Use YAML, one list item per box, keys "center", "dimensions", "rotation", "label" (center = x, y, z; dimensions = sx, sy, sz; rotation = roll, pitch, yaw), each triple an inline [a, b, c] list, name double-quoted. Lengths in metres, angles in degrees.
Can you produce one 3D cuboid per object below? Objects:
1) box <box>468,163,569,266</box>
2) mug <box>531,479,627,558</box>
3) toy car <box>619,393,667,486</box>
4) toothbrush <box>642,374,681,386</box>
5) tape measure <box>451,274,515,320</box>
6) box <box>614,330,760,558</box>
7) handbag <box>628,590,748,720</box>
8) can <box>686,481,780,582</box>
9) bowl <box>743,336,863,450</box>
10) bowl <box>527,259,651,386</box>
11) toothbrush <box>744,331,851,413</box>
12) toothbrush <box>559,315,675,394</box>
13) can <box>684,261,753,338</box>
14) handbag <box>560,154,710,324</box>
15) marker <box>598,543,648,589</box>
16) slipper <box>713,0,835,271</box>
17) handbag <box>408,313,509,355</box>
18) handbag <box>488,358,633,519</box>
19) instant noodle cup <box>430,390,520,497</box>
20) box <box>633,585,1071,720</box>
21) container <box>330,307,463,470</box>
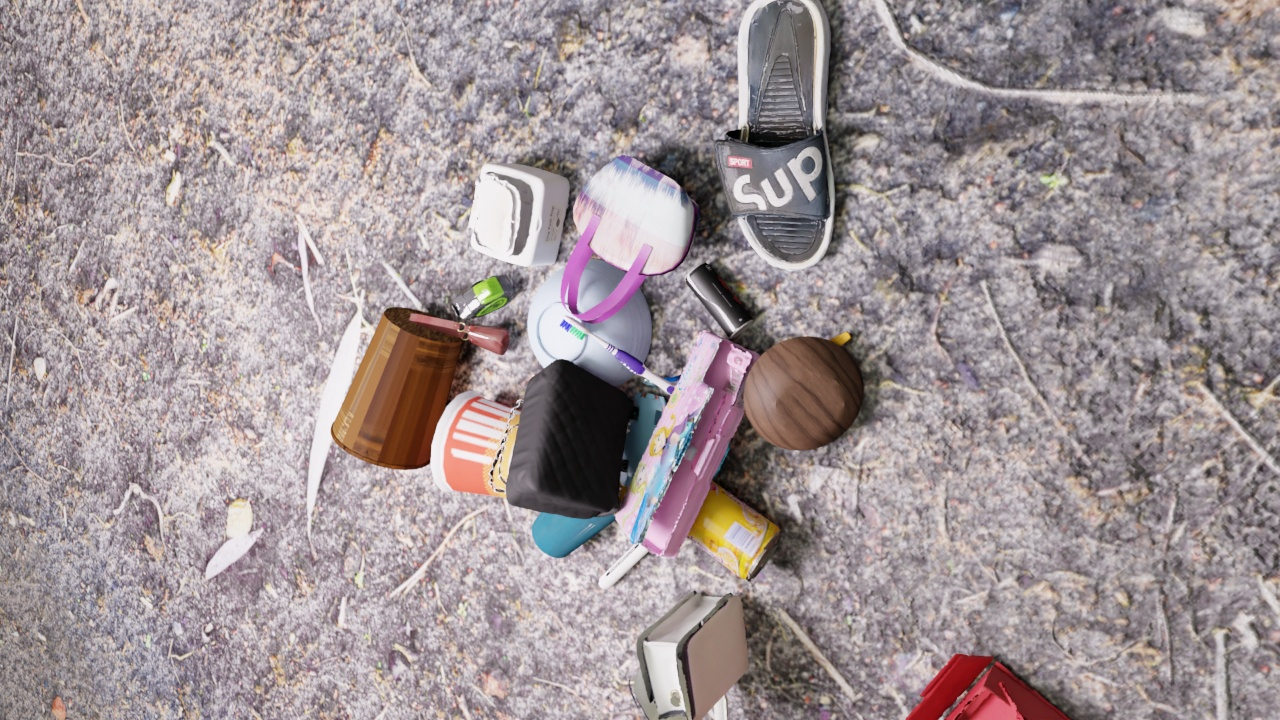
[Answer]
- center: [-0.152, -0.166, 1.033]
  dimensions: [0.102, 0.101, 0.108]
  rotation: [20, 107, 24]
  label: "box"
- center: [-0.072, 0.175, 1.069]
  dimensions: [0.078, 0.078, 0.122]
  rotation: [52, 124, 12]
  label: "mug"
- center: [0.010, 0.092, 1.029]
  dimensions: [0.060, 0.027, 0.107]
  rotation: [8, 88, 35]
  label: "toy car"
- center: [0.062, 0.017, 0.991]
  dimensions: [0.135, 0.017, 0.021]
  rotation: [-7, 87, 31]
  label: "toothbrush"
- center: [-0.183, -0.078, 1.090]
  dimensions: [0.066, 0.058, 0.036]
  rotation: [-32, 81, 19]
  label: "tape measure"
- center: [0.040, 0.082, 0.940]
  dimensions: [0.085, 0.063, 0.230]
  rotation: [30, 97, 45]
  label: "box"
- center: [0.057, 0.350, 0.980]
  dimensions: [0.074, 0.151, 0.176]
  rotation: [-6, 97, 31]
  label: "handbag"
- center: [0.091, 0.179, 0.976]
  dimensions: [0.105, 0.067, 0.068]
  rotation: [34, 114, 20]
  label: "can"
- center: [0.162, 0.038, 0.894]
  dimensions: [0.119, 0.032, 0.119]
  rotation: [0, 107, -2]
  label: "bowl"
- center: [-0.070, -0.035, 1.024]
  dimensions: [0.151, 0.074, 0.150]
  rotation: [6, 103, 29]
  label: "bowl"
- center: [0.132, 0.023, 0.945]
  dimensions: [0.197, 0.030, 0.031]
  rotation: [-33, 78, 28]
  label: "toothbrush"
- center: [-0.006, 0.006, 0.980]
  dimensions: [0.186, 0.015, 0.016]
  rotation: [33, 101, -12]
  label: "toothbrush"
- center: [0.081, -0.063, 0.956]
  dimensions: [0.032, 0.031, 0.080]
  rotation: [-44, 77, 29]
  label: "can"
- center: [-0.022, -0.116, 0.953]
  dimensions: [0.144, 0.068, 0.170]
  rotation: [33, 93, 21]
  label: "handbag"
- center: [-0.007, 0.225, 1.072]
  dimensions: [0.134, 0.017, 0.020]
  rotation: [-48, 38, 28]
  label: "marker"
- center: [0.130, -0.218, 0.883]
  dimensions: [0.111, 0.063, 0.264]
  rotation: [6, 100, 29]
  label: "slipper"
- center: [-0.218, -0.036, 1.097]
  dimensions: [0.119, 0.055, 0.029]
  rotation: [15, 76, 0]
  label: "handbag"
- center: [-0.080, 0.097, 0.991]
  dimensions: [0.115, 0.125, 0.153]
  rotation: [-36, 39, 48]
  label: "handbag"
- center: [-0.161, 0.109, 1.084]
  dimensions: [0.121, 0.123, 0.123]
  rotation: [11, 105, 20]
  label: "instant noodle cup"
- center: [0.208, 0.355, 0.865]
  dimensions: [0.425, 0.127, 0.213]
  rotation: [25, 115, -8]
  label: "box"
- center: [-0.296, 0.030, 1.143]
  dimensions: [0.132, 0.132, 0.167]
  rotation: [30, 107, 22]
  label: "container"
